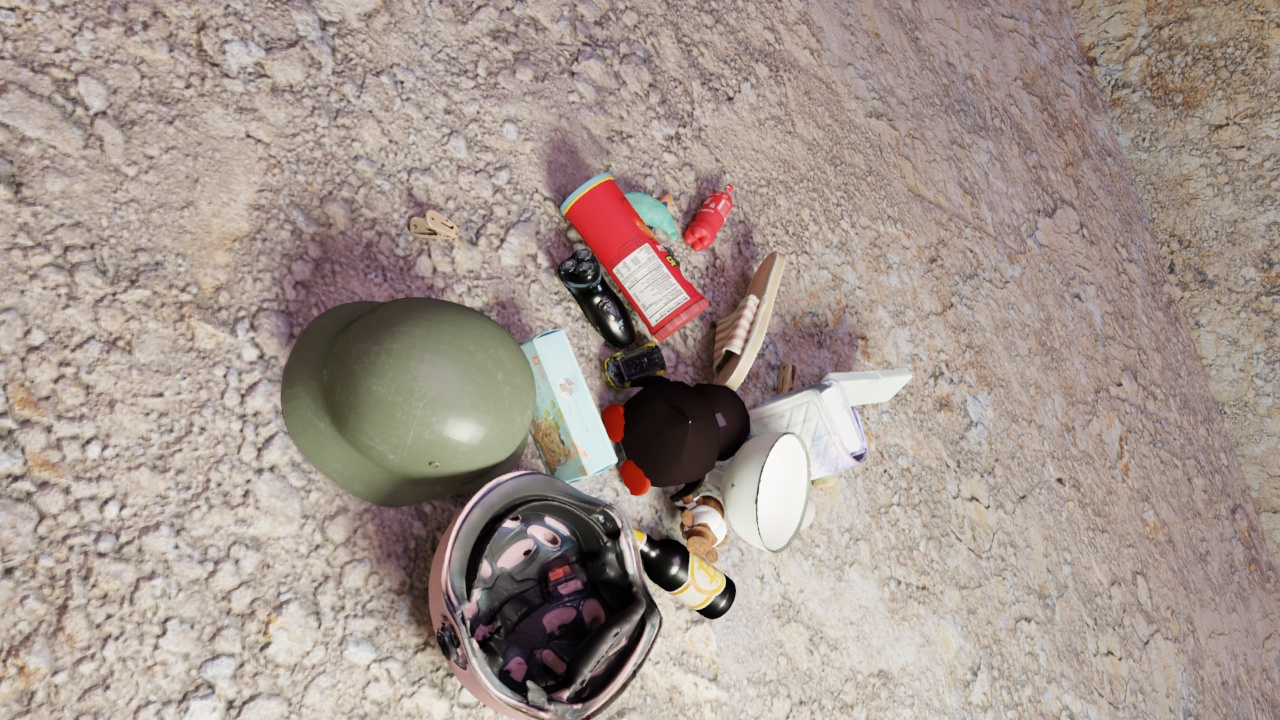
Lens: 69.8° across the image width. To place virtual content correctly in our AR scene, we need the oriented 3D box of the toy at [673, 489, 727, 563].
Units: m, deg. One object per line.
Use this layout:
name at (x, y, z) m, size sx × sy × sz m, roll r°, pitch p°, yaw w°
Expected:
toy at (0.076, 0.207, 1.152) m, size 0.087 × 0.067 × 0.112 m, roll 57°, pitch 23°, yaw -10°

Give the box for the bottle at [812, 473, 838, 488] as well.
bottle at (0.268, 0.135, 1.380) m, size 0.043 × 0.043 × 0.111 m, roll -5°, pitch 79°, yaw -41°

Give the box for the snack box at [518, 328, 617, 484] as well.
snack box at (-0.096, 0.055, 1.075) m, size 0.053 × 0.075 × 0.174 m, roll -24°, pitch 91°, yaw -43°

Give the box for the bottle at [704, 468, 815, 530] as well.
bottle at (0.155, 0.182, 1.260) m, size 0.195 × 0.053 × 0.052 m, roll 25°, pitch 60°, yaw -32°

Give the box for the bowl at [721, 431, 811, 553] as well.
bowl at (0.154, 0.164, 1.169) m, size 0.153 × 0.073 × 0.153 m, roll -9°, pitch 102°, yaw -54°

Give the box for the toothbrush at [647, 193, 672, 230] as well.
toothbrush at (0.016, -0.194, 1.299) m, size 0.021 × 0.017 × 0.134 m, roll 48°, pitch 48°, yaw -22°

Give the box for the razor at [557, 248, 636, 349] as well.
razor at (-0.049, -0.075, 1.166) m, size 0.053 × 0.064 × 0.140 m, roll -39°, pitch 109°, yaw -11°

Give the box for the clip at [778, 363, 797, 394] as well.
clip at (0.226, 0.036, 1.390) m, size 0.049 × 0.026 × 0.060 m, roll 51°, pitch 51°, yaw -17°

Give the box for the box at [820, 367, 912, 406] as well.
box at (0.305, 0.055, 1.374) m, size 0.196 × 0.136 × 0.044 m, roll -2°, pitch 64°, yaw -40°

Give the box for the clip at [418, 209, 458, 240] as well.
clip at (-0.231, -0.155, 1.059) m, size 0.049 × 0.061 × 0.026 m, roll 2°, pitch 71°, yaw -12°

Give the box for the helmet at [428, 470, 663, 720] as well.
helmet at (-0.113, 0.242, 0.944) m, size 0.229 × 0.153 × 0.255 m, roll -42°, pitch 102°, yaw -38°

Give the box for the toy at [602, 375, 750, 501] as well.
toy at (0.072, 0.083, 1.162) m, size 0.183 × 0.140 × 0.159 m, roll -11°, pitch 78°, yaw -43°

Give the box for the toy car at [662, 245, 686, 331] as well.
toy car at (0.031, -0.096, 1.256) m, size 0.056 × 0.044 × 0.120 m, roll -7°, pitch 83°, yaw -42°

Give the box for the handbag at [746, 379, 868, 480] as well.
handbag at (0.227, 0.104, 1.277) m, size 0.069 × 0.159 × 0.126 m, roll -24°, pitch 90°, yaw -45°

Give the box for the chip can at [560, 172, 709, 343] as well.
chip can at (-0.008, -0.132, 1.181) m, size 0.086 × 0.087 × 0.213 m, roll -34°, pitch 86°, yaw -42°

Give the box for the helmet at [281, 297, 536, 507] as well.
helmet at (-0.204, 0.030, 0.938) m, size 0.267 × 0.154 × 0.226 m, roll 25°, pitch 60°, yaw -32°

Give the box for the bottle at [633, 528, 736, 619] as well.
bottle at (0.038, 0.252, 1.131) m, size 0.181 × 0.059 × 0.059 m, roll 39°, pitch 54°, yaw -24°

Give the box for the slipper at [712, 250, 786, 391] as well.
slipper at (0.147, -0.060, 1.303) m, size 0.052 × 0.115 × 0.262 m, roll 29°, pitch 56°, yaw -7°

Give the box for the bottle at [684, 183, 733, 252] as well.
bottle at (0.107, -0.217, 1.363) m, size 0.042 × 0.042 × 0.141 m, roll 46°, pitch 51°, yaw -19°

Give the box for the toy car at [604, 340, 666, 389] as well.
toy car at (-0.007, 0.007, 1.197) m, size 0.106 × 0.030 × 0.049 m, roll -17°, pitch 88°, yaw -44°

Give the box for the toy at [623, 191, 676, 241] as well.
toy at (-0.005, -0.192, 1.259) m, size 0.105 × 0.033 × 0.085 m, roll -19°, pitch 77°, yaw -28°
